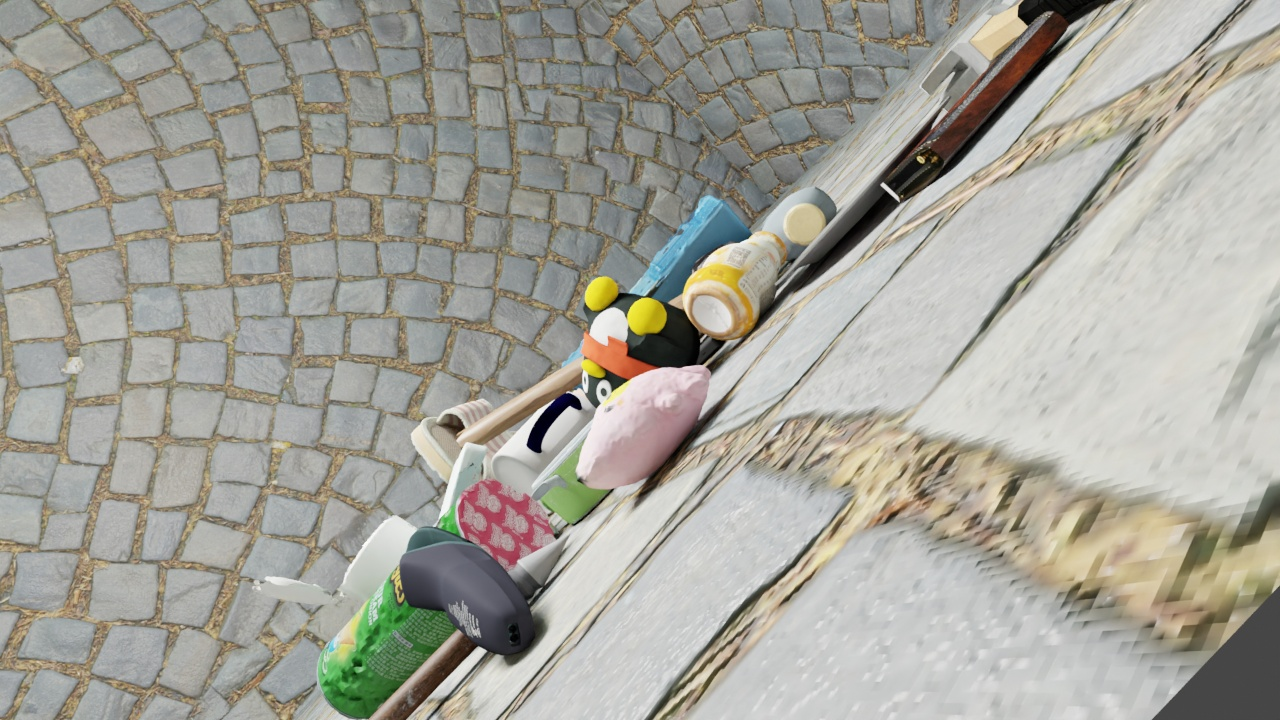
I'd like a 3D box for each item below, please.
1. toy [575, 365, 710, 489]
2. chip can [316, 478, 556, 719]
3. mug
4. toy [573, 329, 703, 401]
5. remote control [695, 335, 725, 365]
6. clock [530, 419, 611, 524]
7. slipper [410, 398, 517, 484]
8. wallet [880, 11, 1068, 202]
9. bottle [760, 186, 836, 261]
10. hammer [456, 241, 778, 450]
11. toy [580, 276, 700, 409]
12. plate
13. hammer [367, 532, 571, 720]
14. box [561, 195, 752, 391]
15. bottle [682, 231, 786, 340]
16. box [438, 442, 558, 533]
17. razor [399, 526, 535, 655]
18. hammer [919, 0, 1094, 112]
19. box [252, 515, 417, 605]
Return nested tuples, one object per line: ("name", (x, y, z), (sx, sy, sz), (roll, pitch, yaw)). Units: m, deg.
("toy", (0.003, 0.036, 0.544), (0.093, 0.050, 0.102), (-41, 6, 11))
("chip can", (-0.149, 0.173, 0.640), (0.224, 0.075, 0.075), (-46, 2, 32))
("mug", (-0.085, 0.080, 0.893), (0.096, 0.079, 0.112), (-48, -21, -36))
("toy", (-0.009, 0.014, 1.114), (0.263, 0.065, 0.196), (-44, 2, -18))
("remote control", (0.082, -0.037, 0.870), (0.035, 0.013, 0.149), (-45, 2, 33))
("clock", (-0.040, 0.079, 0.687), (0.094, 0.042, 0.119), (-45, 2, -2))
("slipper", (-0.148, 0.095, 0.991), (0.052, 0.115, 0.262), (-45, -20, 10))
("wallet", (0.203, -0.153, 0.561), (0.123, 0.019, 0.072), (-47, -2, -11))
("bottle", (0.145, -0.125, 0.844), (0.072, 0.046, 0.161), (-46, 2, 10))
("hammer", (-0.024, -0.010, 0.835), (0.328, 0.052, 0.098), (-32, 10, 0))
("toy", (-0.005, 0.004, 0.749), (0.099, 0.097, 0.119), (13, -78, -43))
("plate", (0.164, -0.118, 0.669), (0.178, 0.012, 0.178), (-47, -2, -3))
("hammer", (-0.156, 0.215, 0.513), (0.321, 0.043, 0.156), (-44, 1, -14))
("box", (0.035, -0.042, 0.944), (0.232, 0.066, 0.173), (-51, -23, 1))
("bottle", (0.080, -0.064, 0.730), (0.108, 0.063, 0.063), (-47, 2, -43))
("box", (-0.121, 0.132, 0.774), (0.199, 0.096, 0.085), (137, 150, -73))
("razor", (-0.092, 0.124, 0.489), (0.052, 0.047, 0.143), (-12, 9, -26))
("hammer", (0.276, -0.245, 0.642), (0.131, 0.039, 0.327), (-47, 2, 11))
("box", (-0.218, 0.183, 0.747), (0.118, 0.160, 0.085), (-55, -2, -23))
